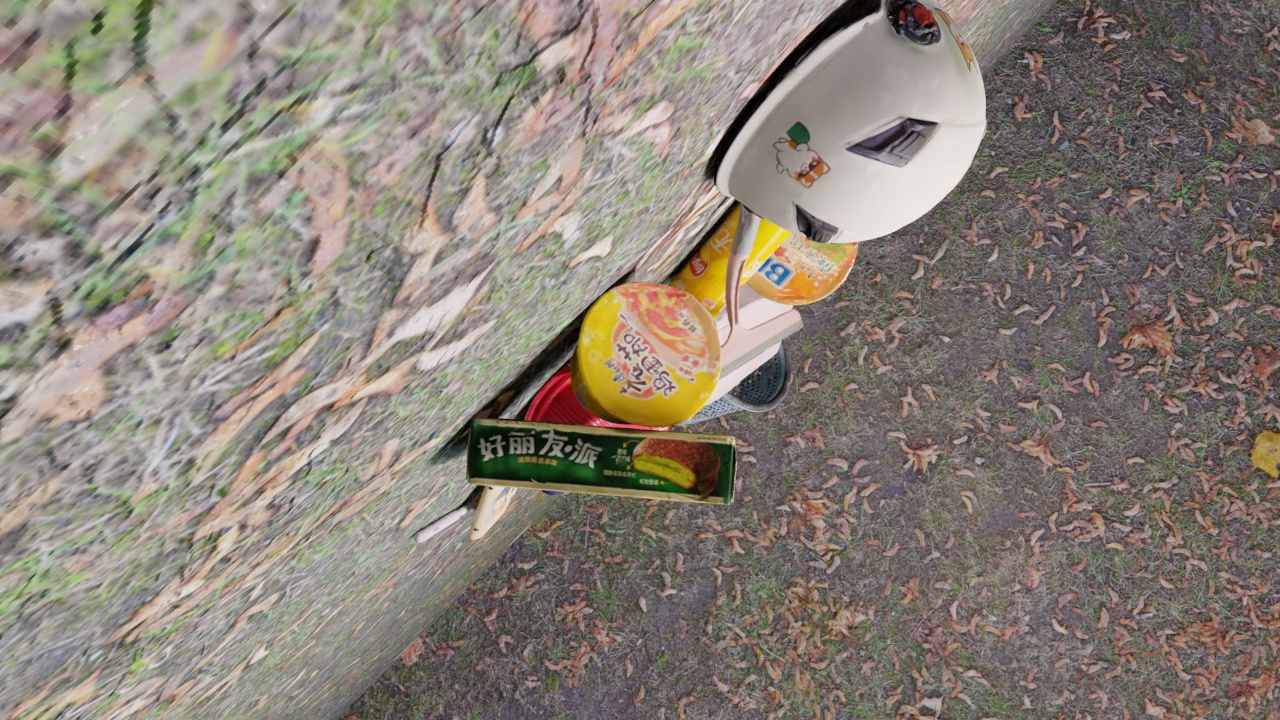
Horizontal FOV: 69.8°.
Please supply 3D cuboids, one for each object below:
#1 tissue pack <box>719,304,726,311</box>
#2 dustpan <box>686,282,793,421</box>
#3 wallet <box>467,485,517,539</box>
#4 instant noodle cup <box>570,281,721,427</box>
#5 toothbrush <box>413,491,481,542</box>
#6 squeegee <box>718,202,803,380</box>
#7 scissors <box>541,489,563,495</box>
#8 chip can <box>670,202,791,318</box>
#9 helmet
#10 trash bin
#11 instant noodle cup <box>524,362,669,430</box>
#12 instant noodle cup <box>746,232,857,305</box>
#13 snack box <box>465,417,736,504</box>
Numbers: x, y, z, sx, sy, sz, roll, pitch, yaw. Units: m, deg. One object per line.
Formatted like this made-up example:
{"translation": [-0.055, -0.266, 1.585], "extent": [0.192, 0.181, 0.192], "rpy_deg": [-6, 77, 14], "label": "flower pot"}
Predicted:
{"translation": [0.075, -0.080, 1.196], "extent": [0.090, 0.063, 0.140], "rpy_deg": [-47, 177, -11], "label": "tissue pack"}
{"translation": [0.131, -0.068, 1.415], "extent": [0.272, 0.139, 0.223], "rpy_deg": [-29, 149, -34], "label": "dustpan"}
{"translation": [-0.193, 0.180, 1.248], "extent": [0.087, 0.024, 0.115], "rpy_deg": [-34, 151, -57], "label": "wallet"}
{"translation": [-0.004, 0.003, 0.887], "extent": [0.137, 0.138, 0.110], "rpy_deg": [-43, -177, -19], "label": "instant noodle cup"}
{"translation": [-0.244, 0.205, 1.184], "extent": [0.021, 0.029, 0.189], "rpy_deg": [-7, -176, 14], "label": "toothbrush"}
{"translation": [0.111, -0.108, 0.977], "extent": [0.246, 0.040, 0.250], "rpy_deg": [-28, 134, -41], "label": "squeegee"}
{"translation": [-0.098, 0.122, 1.241], "extent": [0.165, 0.157, 0.012], "rpy_deg": [-73, 174, -53], "label": "scissors"}
{"translation": [0.126, -0.143, 1.047], "extent": [0.214, 0.072, 0.071], "rpy_deg": [-48, 174, 26], "label": "chip can"}
{"translation": [0.200, -0.190, 0.792], "extent": [0.273, 0.157, 0.231], "rpy_deg": [-39, 172, -49], "label": "helmet"}
{"translation": [0.119, 0.013, 1.618], "extent": [0.196, 0.226, 0.225], "rpy_deg": [-32, -174, 46], "label": "trash bin"}
{"translation": [-0.036, 0.071, 1.038], "extent": [0.193, 0.066, 0.194], "rpy_deg": [-23, 139, -22], "label": "instant noodle cup"}
{"translation": [0.196, -0.153, 1.174], "extent": [0.151, 0.151, 0.111], "rpy_deg": [-46, -177, 14], "label": "instant noodle cup"}
{"translation": [-0.033, 0.092, 0.857], "extent": [0.114, 0.240, 0.063], "rpy_deg": [46, 48, -85], "label": "snack box"}
